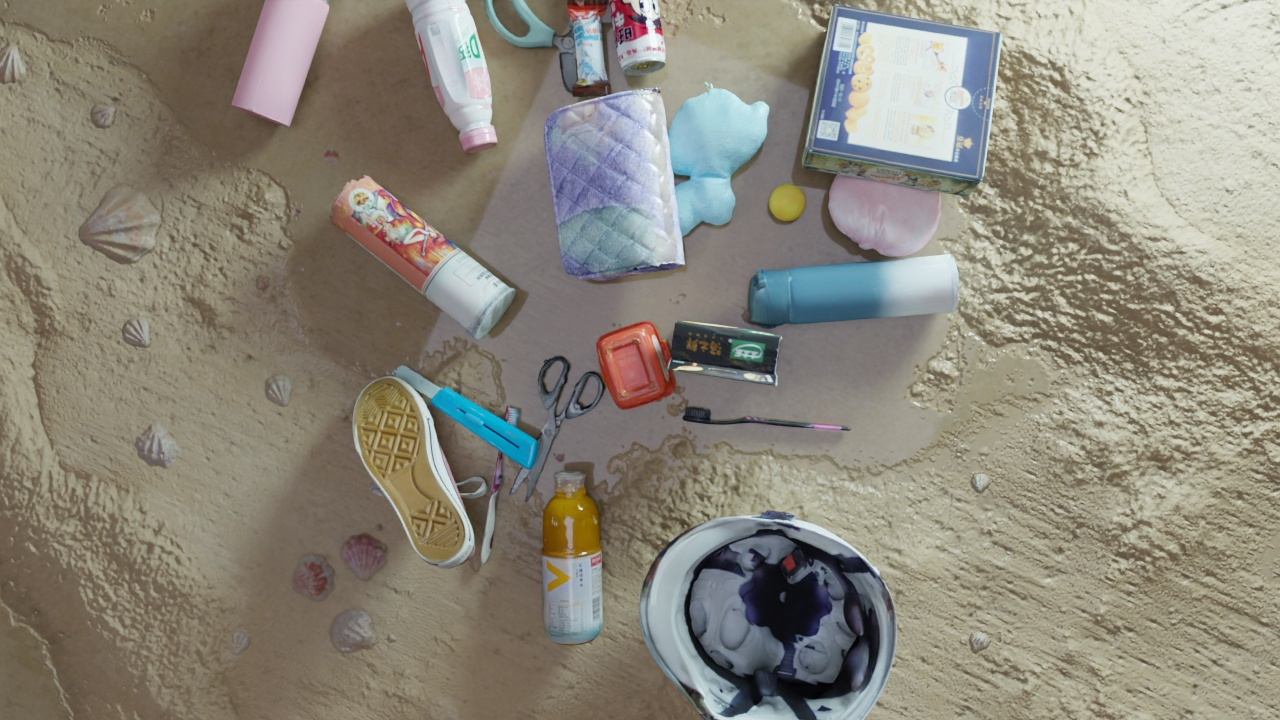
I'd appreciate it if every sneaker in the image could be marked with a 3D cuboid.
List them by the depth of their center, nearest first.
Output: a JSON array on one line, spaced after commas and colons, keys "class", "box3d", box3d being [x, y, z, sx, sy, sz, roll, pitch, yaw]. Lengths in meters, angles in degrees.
[{"class": "sneaker", "box3d": [-0.250, 0.131, 1.039, 0.118, 0.088, 0.241, -29, 68, -6]}]

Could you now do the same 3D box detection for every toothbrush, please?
[{"class": "toothbrush", "box3d": [0.142, 0.068, 1.036, 0.189, 0.014, 0.017, 4, 80, 4]}, {"class": "toothbrush", "box3d": [-0.164, 0.146, 1.066, 0.017, 0.016, 0.187, 10, 93, -5]}]

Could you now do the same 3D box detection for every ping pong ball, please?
[{"class": "ping pong ball", "box3d": [0.162, -0.174, 1.010, 0.040, 0.040, 0.040, 0, 92, 5]}]

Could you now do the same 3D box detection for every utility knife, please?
[{"class": "utility knife", "box3d": [-0.203, 0.060, 1.056, 0.205, 0.018, 0.034, 30, 97, 13]}]

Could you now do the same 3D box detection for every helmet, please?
[{"class": "helmet", "box3d": [0.138, 0.267, 0.979, 0.259, 0.145, 0.229, 12, 92, 13]}]

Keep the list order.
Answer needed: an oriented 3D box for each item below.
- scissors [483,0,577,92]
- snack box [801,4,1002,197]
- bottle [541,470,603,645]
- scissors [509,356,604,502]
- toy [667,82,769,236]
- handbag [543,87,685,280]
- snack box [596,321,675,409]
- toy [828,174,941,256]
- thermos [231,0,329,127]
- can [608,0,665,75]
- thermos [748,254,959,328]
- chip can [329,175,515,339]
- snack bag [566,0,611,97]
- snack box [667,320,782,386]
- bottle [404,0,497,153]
[{"class": "scissors", "box3d": [-0.109, -0.386, 1.037, 0.176, 0.019, 0.175, -1, 95, 4]}, {"class": "snack box", "box3d": [0.275, -0.275, 0.968, 0.182, 0.046, 0.177, 12, 75, 4]}, {"class": "bottle", "box3d": [-0.078, 0.220, 1.034, 0.068, 0.068, 0.189, -1, 92, 5]}, {"class": "scissors", "box3d": [-0.098, 0.082, 1.058, 0.151, 0.014, 0.170, -12, 91, 6]}, {"class": "toy", "box3d": [0.071, -0.225, 1.012, 0.162, 0.049, 0.156, -14, 95, 17]}, {"class": "handbag", "box3d": [-0.027, -0.188, 1.003, 0.134, 0.075, 0.194, -6, 93, 26]}, {"class": "snack box", "box3d": [-0.006, 0.006, 1.013, 0.082, 0.080, 0.091, -19, 90, 5]}, {"class": "toy", "box3d": [0.273, -0.191, 0.994, 0.121, 0.054, 0.159, 22, 82, 4]}, {"class": "thermos", "box3d": [-0.397, -0.368, 1.029, 0.067, 0.087, 0.198, 20, 95, -14]}, {"class": "can", "box3d": [-0.007, -0.387, 1.010, 0.053, 0.053, 0.132, -9, 91, 5]}, {"class": "thermos", "box3d": [0.228, -0.074, 0.999, 0.220, 0.070, 0.070, -5, 92, 6]}, {"class": "chip can", "box3d": [-0.246, -0.117, 1.034, 0.215, 0.071, 0.071, 38, 95, 3]}, {"class": "snack bag", "box3d": [-0.056, -0.346, 1.016, 0.048, 0.026, 0.104, 0, 97, 7]}, {"class": "snack box", "box3d": [0.091, -0.010, 0.980, 0.113, 0.125, 0.053, 8, 93, 5]}, {"class": "bottle", "box3d": [-0.208, -0.333, 1.025, 0.068, 0.068, 0.197, -16, 94, 5]}]
